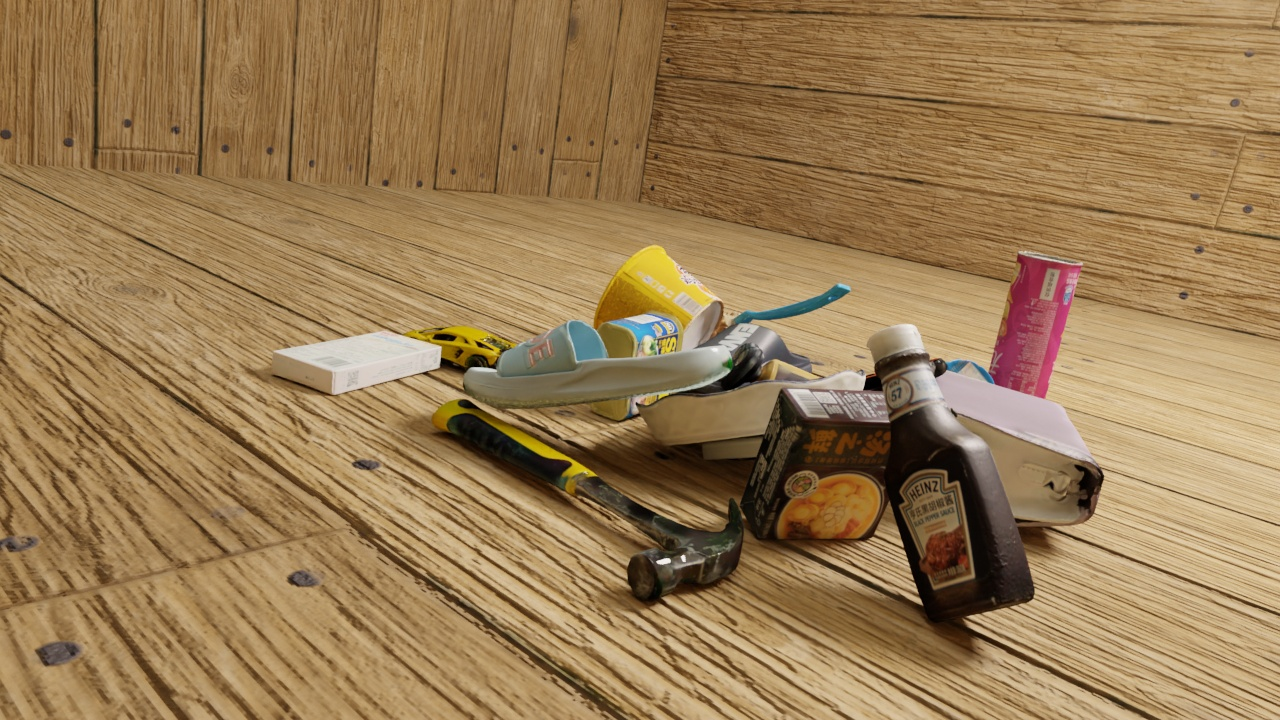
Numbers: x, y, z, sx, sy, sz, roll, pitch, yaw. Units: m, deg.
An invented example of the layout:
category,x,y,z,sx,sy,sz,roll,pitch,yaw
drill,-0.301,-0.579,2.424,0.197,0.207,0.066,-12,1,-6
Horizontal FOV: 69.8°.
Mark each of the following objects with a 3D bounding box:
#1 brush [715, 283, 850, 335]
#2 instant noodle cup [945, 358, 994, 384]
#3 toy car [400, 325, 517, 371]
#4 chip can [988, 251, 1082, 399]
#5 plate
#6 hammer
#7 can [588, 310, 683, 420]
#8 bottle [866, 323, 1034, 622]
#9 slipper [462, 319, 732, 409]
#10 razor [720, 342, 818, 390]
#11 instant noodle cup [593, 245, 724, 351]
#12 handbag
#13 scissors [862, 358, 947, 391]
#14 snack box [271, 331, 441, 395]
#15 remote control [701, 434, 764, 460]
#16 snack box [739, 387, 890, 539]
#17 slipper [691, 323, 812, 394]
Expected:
category,x,y,z,sx,sy,sz,roll,pitch,yaw
brush,0.154,-0.052,1.156,0.083,0.045,0.255,10,-20,-41
instant noodle cup,0.322,0.041,1.025,0.099,0.099,0.110,4,7,-17
toy car,-0.202,-0.015,1.024,0.156,0.041,0.071,13,14,22
chip can,0.444,-0.016,1.053,0.071,0.211,0.071,9,14,-2
plate,0.101,0.043,0.825,0.205,0.045,0.205,-8,-5,-1
hammer,-0.054,0.090,0.710,0.126,0.032,0.324,-5,19,-44
can,-0.006,0.005,0.934,0.057,0.102,0.083,18,19,32
bottle,0.196,0.070,0.611,0.044,0.194,0.080,-1,-23,-30
slipper,-0.043,0.000,0.790,0.246,0.074,0.104,-6,-2,18
razor,0.165,0.025,1.010,0.167,0.062,0.067,18,43,-29
instant noodle cup,0.028,-0.055,1.120,0.110,0.138,0.137,35,24,21
handbag,0.323,0.080,0.836,0.145,0.098,0.196,10,13,13
scissors,0.200,0.032,0.931,0.141,0.021,0.236,-13,-4,-33
snack box,-0.287,-0.001,0.941,0.085,0.027,0.156,15,15,25
remote control,0.116,0.073,0.788,0.058,0.021,0.150,-5,-5,-32
snack box,0.151,0.077,0.695,0.125,0.113,0.053,3,31,-19
slipper,0.127,-0.008,1.109,0.111,0.083,0.267,16,14,33
